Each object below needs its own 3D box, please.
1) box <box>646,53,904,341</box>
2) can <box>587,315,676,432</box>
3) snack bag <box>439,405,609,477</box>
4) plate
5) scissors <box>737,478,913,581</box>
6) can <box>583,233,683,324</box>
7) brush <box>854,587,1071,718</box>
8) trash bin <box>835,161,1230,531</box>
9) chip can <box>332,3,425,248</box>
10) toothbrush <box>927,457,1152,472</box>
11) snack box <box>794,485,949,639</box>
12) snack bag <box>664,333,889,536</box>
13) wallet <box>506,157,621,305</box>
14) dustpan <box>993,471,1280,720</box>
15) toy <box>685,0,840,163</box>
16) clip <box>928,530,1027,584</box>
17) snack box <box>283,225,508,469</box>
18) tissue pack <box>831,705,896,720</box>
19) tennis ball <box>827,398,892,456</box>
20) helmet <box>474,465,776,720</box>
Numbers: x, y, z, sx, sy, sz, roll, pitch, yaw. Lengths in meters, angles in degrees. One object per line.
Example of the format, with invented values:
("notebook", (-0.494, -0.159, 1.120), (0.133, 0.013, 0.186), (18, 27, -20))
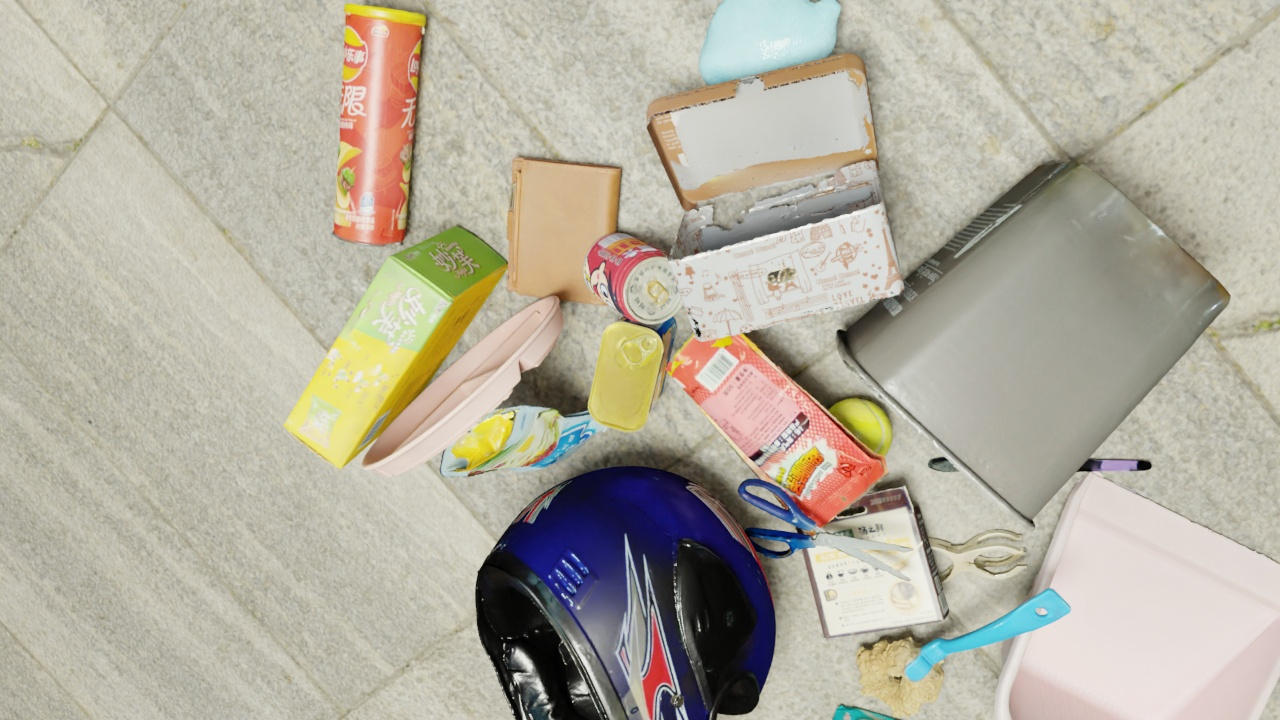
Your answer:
("box", (0.108, -0.146, 0.749), (0.183, 0.154, 0.187), (-13, 117, 16))
("can", (-0.005, 0.005, 0.860), (0.057, 0.083, 0.102), (15, 109, 9))
("snack bag", (-0.097, 0.075, 0.854), (0.110, 0.190, 0.039), (-43, 70, 16))
("plate", (-0.155, 0.025, 0.830), (0.230, 0.229, 0.028), (-35, 106, 20))
("scissors", (0.158, 0.163, 0.833), (0.165, 0.012, 0.157), (41, 139, 5))
("can", (-0.005, -0.073, 0.822), (0.066, 0.094, 0.066), (-9, 112, -23))
("brush", (0.287, 0.265, 0.839), (0.083, 0.045, 0.255), (45, 137, 6))
("trash bin", (0.299, -0.024, 0.726), (0.198, 0.198, 0.220), (41, 105, 0))
("chip can", (-0.249, -0.219, 0.863), (0.073, 0.073, 0.217), (14, 109, 10))
("toothbrush", (0.359, 0.095, 0.830), (0.189, 0.016, 0.014), (-1, 91, 14))
("snack box", (0.214, 0.188, 0.859), (0.113, 0.053, 0.125), (-17, 80, 23))
("snack bag", (0.116, 0.055, 0.826), (0.208, 0.073, 0.129), (45, 139, 10))
("wallet", (-0.075, -0.122, 0.869), (0.108, 0.031, 0.132), (7, 107, 8))
("dustpan", (0.438, 0.273, 0.799), (0.222, 0.138, 0.274), (24, 111, 7))
("toy", (0.096, -0.248, 0.780), (0.162, 0.049, 0.156), (-8, 111, 24))
("clip", (0.309, 0.184, 0.863), (0.100, 0.034, 0.071), (-14, 103, 26))
("snack box", (-0.228, -0.017, 0.870), (0.070, 0.157, 0.210), (37, 111, -2))
("tissue pack", (0.232, 0.398, 0.890), (0.093, 0.133, 0.050), (13, 105, 6))
("tennis ball", (0.196, 0.067, 0.838), (0.065, 0.065, 0.065), (4, 107, 13))
("helmet", (0.006, 0.250, 0.842), (0.248, 0.239, 0.315), (-17, 95, 57))
